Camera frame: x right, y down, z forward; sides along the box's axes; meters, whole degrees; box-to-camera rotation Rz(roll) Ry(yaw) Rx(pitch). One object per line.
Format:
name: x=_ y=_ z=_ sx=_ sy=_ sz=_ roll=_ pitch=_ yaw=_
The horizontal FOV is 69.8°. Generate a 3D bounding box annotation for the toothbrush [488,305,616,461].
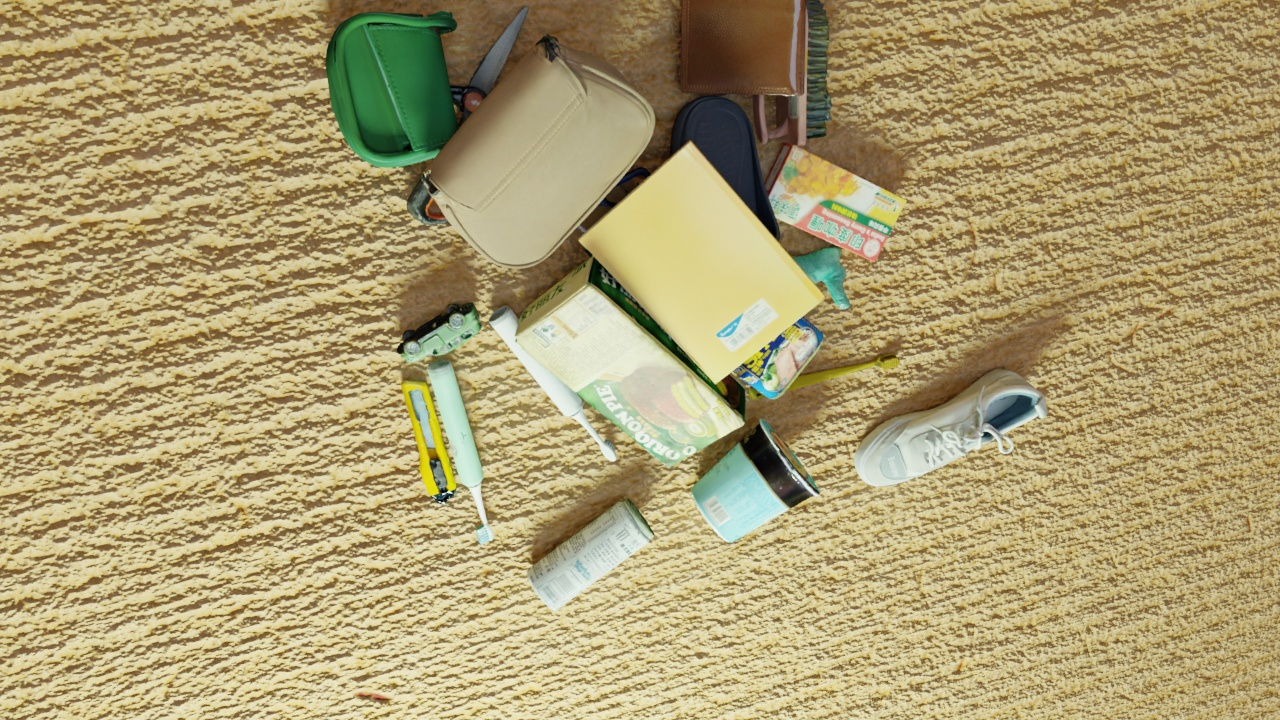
toothbrush: x=-0.088 y=0.031 z=0.996 sx=0.027 sy=0.026 sz=0.221 roll=-25 pitch=118 yaw=22

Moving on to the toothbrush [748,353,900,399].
toothbrush: x=0.219 y=0.020 z=1.085 sx=0.190 sy=0.016 sz=0.016 roll=-13 pitch=113 yaw=-11

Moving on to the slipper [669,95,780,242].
slipper: x=0.083 y=-0.134 z=0.924 sx=0.110 sy=0.083 sz=0.268 roll=-5 pitch=97 yaw=-18

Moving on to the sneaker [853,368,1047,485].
sneaker: x=0.383 y=0.095 z=1.121 sx=0.242 sy=0.090 sz=0.089 roll=-27 pitch=114 yaw=-4

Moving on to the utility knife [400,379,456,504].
utility knife: x=-0.228 y=0.089 z=0.984 sx=0.033 sy=0.015 sz=0.154 roll=-16 pitch=114 yaw=-13

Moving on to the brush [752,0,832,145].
brush: x=0.150 y=-0.292 z=0.922 sx=0.073 sy=0.063 sz=0.146 roll=-7 pitch=111 yaw=-10

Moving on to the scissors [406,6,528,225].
scissors: x=-0.176 y=-0.235 z=0.872 sx=0.234 sy=0.021 sz=0.221 roll=10 pitch=108 yaw=-18

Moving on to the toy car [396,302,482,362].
toy car: x=-0.204 y=-0.027 z=0.931 sx=0.091 sy=0.043 sz=0.036 roll=-28 pitch=116 yaw=-4

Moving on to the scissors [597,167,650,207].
scissors: x=-0.074 y=-0.166 z=0.903 sx=0.171 sy=0.012 sz=0.140 roll=-6 pitch=113 yaw=-7

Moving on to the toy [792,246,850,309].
toy: x=0.192 y=-0.094 z=1.017 sx=0.091 sy=0.030 sz=0.096 roll=-20 pitch=80 yaw=-18

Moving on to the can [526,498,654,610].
can: x=-0.058 y=0.224 z=1.060 sx=0.146 sy=0.058 sz=0.058 roll=-36 pitch=115 yaw=-1

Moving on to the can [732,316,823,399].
can: x=0.143 y=-0.019 z=1.027 sx=0.083 sy=0.057 sz=0.102 roll=35 pitch=98 yaw=-26

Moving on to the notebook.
notebook: x=0.061 y=-0.090 z=0.895 sx=0.146 sy=0.010 sz=0.206 roll=-39 pitch=107 yaw=18

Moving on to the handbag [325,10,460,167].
handbag: x=-0.214 y=-0.241 z=0.819 sx=0.120 sy=0.068 sz=0.131 roll=-14 pitch=108 yaw=-21

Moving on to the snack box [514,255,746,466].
snack box: x=-0.006 y=0.006 z=0.966 sx=0.115 sy=0.063 sz=0.240 roll=-34 pitch=119 yaw=30

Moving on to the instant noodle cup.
instant noodle cup: x=0.127 y=0.146 z=1.066 sx=0.120 sy=0.111 sz=0.111 roll=-39 pitch=116 yaw=10

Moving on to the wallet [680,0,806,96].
wallet: x=0.099 y=-0.308 z=0.888 sx=0.125 sy=0.032 sz=0.101 roll=7 pitch=113 yaw=16

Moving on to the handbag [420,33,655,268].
handbag: x=-0.094 y=-0.188 z=0.824 sx=0.205 sy=0.099 sz=0.147 roll=-45 pitch=141 yaw=10

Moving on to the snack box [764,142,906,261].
snack box: x=0.208 y=-0.172 z=1.003 sx=0.155 sy=0.027 sz=0.077 roll=19 pitch=105 yaw=-22

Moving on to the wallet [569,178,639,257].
wallet: x=-0.056 y=-0.170 z=0.927 sx=0.115 sy=0.033 sz=0.090 roll=42 pitch=96 yaw=-22

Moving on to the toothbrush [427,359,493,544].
toothbrush: x=-0.190 y=0.103 z=0.995 sx=0.027 sy=0.026 sz=0.225 roll=-25 pitch=117 yaw=-30
